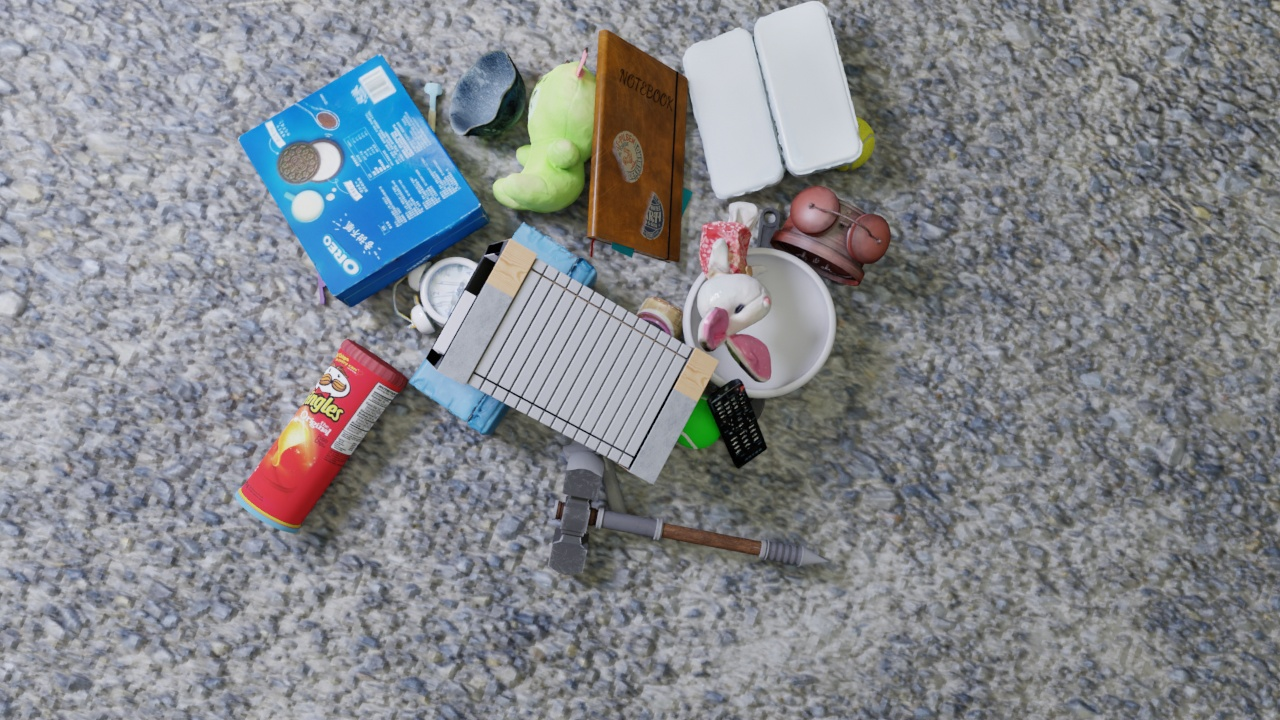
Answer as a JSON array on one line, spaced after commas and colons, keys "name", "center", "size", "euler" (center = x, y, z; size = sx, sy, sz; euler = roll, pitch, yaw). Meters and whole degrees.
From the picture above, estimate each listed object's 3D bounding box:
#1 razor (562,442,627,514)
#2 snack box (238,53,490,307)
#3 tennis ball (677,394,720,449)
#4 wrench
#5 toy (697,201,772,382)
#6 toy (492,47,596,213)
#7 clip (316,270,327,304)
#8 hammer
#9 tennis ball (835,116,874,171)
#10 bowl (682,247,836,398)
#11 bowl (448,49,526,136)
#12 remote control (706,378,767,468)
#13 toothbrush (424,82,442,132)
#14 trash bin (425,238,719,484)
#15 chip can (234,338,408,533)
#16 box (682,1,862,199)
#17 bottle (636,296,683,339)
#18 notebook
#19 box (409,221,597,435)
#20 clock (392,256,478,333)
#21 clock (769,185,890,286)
[{"name": "razor", "center": [-0.035, 0.146, 1.093], "size": [0.088, 0.047, 0.116], "euler": [-15, 95, -5]}, {"name": "snack box", "center": [-0.320, -0.209, 1.067], "size": [0.195, 0.056, 0.239], "euler": [-33, 79, -5]}, {"name": "tennis ball", "center": [0.066, 0.073, 1.090], "size": [0.065, 0.065, 0.065], "euler": [0, 86, -4]}, {"name": "wrench", "center": [0.142, -0.056, 1.131], "size": [0.073, 0.018, 0.273], "euler": [9, 84, -1]}, {"name": "toy", "center": [0.103, -0.080, 1.009], "size": [0.084, 0.159, 0.194], "euler": [-10, 64, 31]}, {"name": "toy", "center": [-0.093, -0.259, 1.069], "size": [0.107, 0.150, 0.196], "euler": [33, 85, -18]}, {"name": "clip", "center": [-0.378, -0.088, 1.096], "size": [0.043, 0.014, 0.051], "euler": [-42, 93, -3]}, {"name": "hammer", "center": [0.058, 0.203, 1.064], "size": [0.322, 0.043, 0.156], "euler": [11, 108, -2]}, {"name": "tennis ball", "center": [0.254, -0.267, 1.129], "size": [0.065, 0.065, 0.065], "euler": [0, 86, -4]}, {"name": "bowl", "center": [0.138, -0.041, 1.086], "size": [0.176, 0.066, 0.176], "euler": [0, 82, 2]}, {"name": "bowl", "center": [-0.174, -0.310, 1.095], "size": [0.055, 0.110, 0.110], "euler": [26, 82, -47]}, {"name": "remote control", "center": [0.111, 0.073, 1.068], "size": [0.047, 0.150, 0.022], "euler": [-33, 51, -6]}, {"name": "toothbrush", "center": [-0.255, -0.260, 1.116], "size": [0.022, 0.016, 0.155], "euler": [3, 86, -14]}, {"name": "trash bin", "center": [-0.075, 0.000, 0.963], "size": [0.247, 0.142, 0.142], "euler": [30, 86, -17]}, {"name": "chip can", "center": [-0.362, 0.085, 1.048], "size": [0.087, 0.087, 0.213], "euler": [35, 85, -1]}, {"name": "box", "center": [0.157, -0.314, 1.109], "size": [0.192, 0.045, 0.209], "euler": [-12, 83, 16]}, {"name": "bottle", "center": [-0.006, 0.006, 1.093], "size": [0.059, 0.060, 0.166], "euler": [30, 85, -2]}, {"name": "notebook", "center": [0.004, -0.234, 1.076], "size": [0.014, 0.178, 0.249], "euler": [0, 84, 37]}, {"name": "box", "center": [-0.157, -0.036, 1.070], "size": [0.111, 0.094, 0.231], "euler": [34, 86, 1]}, {"name": "clock", "center": [-0.231, -0.077, 1.088], "size": [0.125, 0.052, 0.089], "euler": [-7, 88, -2]}, {"name": "clock", "center": [0.223, -0.146, 1.073], "size": [0.120, 0.157, 0.072], "euler": [27, 90, -2]}]
